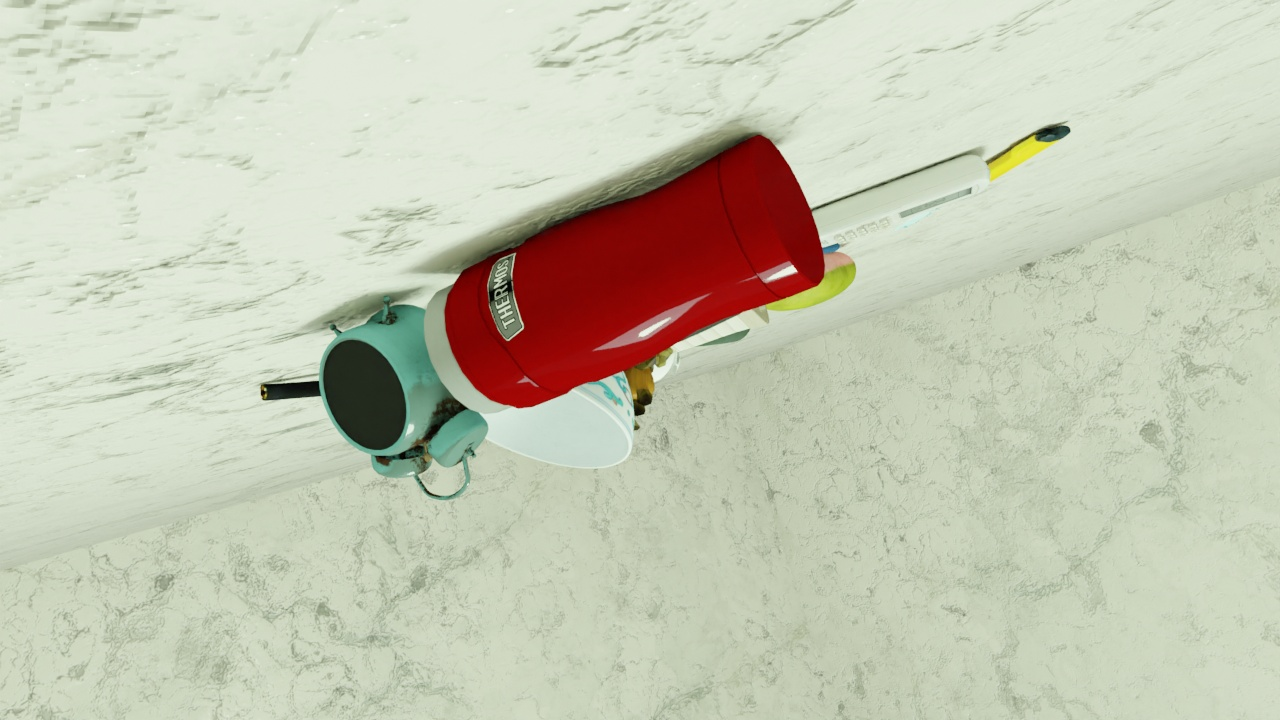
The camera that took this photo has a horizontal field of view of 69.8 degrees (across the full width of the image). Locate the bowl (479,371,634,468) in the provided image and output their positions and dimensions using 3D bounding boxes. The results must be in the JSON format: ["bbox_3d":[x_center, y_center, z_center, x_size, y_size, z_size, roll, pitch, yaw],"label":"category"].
[{"bbox_3d":[-0.065,0.009,0.644,0.144,0.074,0.144,15,152,8],"label":"bowl"}]

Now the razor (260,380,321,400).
[{"bbox_3d":[-0.239,0.019,0.744,0.043,0.022,0.144,-22,174,40],"label":"razor"}]

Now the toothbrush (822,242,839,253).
[{"bbox_3d":[0.135,-0.096,0.802,0.014,0.014,0.167,21,-159,31],"label":"toothbrush"}]

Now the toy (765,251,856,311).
[{"bbox_3d":[0.168,-0.080,0.915,0.109,0.051,0.090,-17,180,-43],"label":"toy"}]

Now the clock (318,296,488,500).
[{"bbox_3d":[-0.140,0.028,0.546,0.090,0.124,0.053,-20,-176,36],"label":"clock"}]

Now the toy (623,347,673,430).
[{"bbox_3d":[-0.004,0.004,0.689,0.062,0.100,0.076,0,155,-15],"label":"toy"}]

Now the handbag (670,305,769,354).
[{"bbox_3d":[-0.009,-0.043,0.770,0.176,0.062,0.197,-19,167,23],"label":"handbag"}]

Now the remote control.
[{"bbox_3d":[0.186,-0.115,0.675,0.139,0.025,0.060,-18,176,18],"label":"remote control"}]

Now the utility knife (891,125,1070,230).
[{"bbox_3d":[0.261,-0.138,0.736,0.030,0.019,0.224,-10,170,-15],"label":"utility knife"}]

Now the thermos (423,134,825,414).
[{"bbox_3d":[-0.007,-0.034,0.481,0.199,0.083,0.108,-21,152,27],"label":"thermos"}]

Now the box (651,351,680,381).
[{"bbox_3d":[-0.003,-0.010,0.980,0.089,0.080,0.143,-38,170,21],"label":"box"}]

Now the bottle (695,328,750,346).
[{"bbox_3d":[0.054,-0.040,0.966,0.055,0.055,0.173,-20,174,36],"label":"bottle"}]
